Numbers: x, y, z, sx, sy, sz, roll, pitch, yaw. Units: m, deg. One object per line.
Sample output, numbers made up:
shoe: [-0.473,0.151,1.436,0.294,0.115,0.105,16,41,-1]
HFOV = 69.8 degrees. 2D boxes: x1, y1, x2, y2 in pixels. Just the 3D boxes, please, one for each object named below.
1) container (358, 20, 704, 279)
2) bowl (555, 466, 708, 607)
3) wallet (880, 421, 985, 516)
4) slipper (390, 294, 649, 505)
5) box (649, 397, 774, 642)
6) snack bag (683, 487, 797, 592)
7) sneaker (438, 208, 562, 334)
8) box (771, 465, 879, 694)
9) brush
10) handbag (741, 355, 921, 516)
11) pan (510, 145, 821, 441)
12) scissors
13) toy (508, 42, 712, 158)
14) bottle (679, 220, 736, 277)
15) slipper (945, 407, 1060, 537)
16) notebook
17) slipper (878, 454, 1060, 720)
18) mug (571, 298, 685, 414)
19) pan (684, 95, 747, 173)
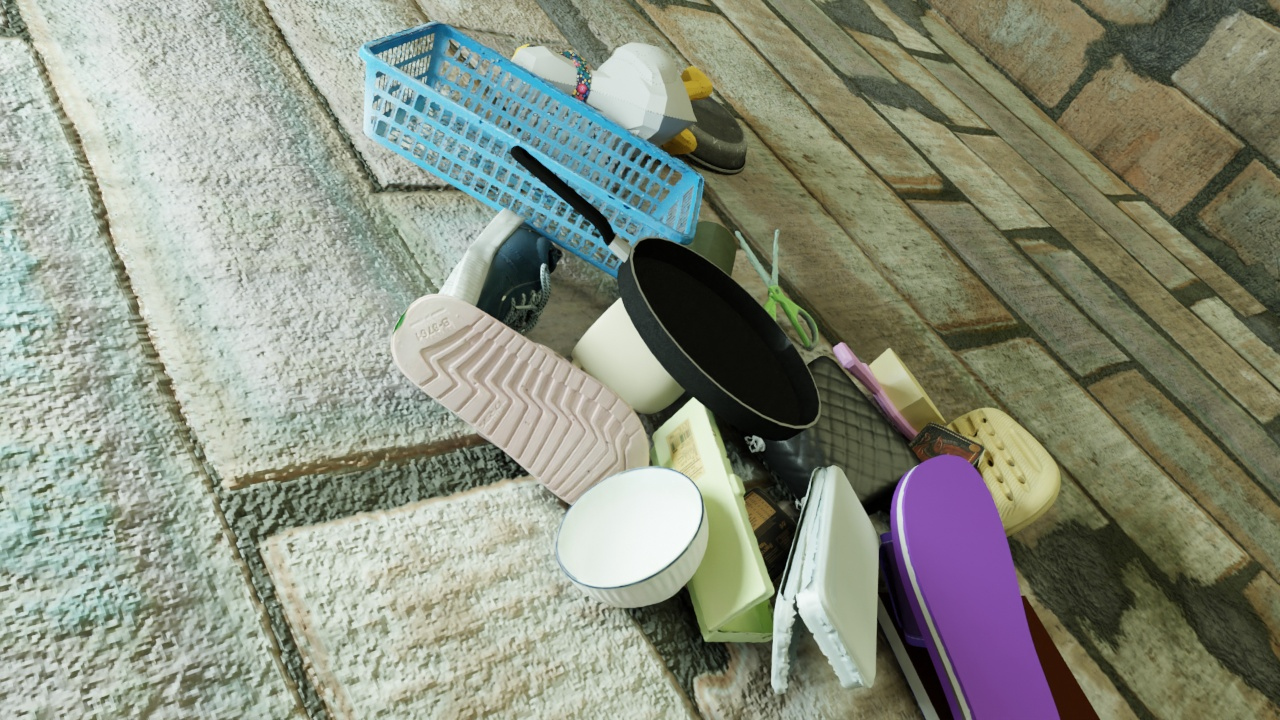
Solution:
container: [-0.111,-0.223,0.991,0.362,0.089,0.256,29,25,-7]
bowl: [0.001,0.144,0.699,0.117,0.118,0.062,-79,151,-51]
wallet: [0.297,0.118,0.954,0.072,0.019,0.122,29,55,34]
slipper: [-0.093,0.031,0.742,0.239,0.094,0.064,38,-4,-17]
box: [0.070,0.133,0.752,0.083,0.092,0.187,24,38,-39]
snack bag: [0.087,0.166,0.796,0.074,0.018,0.154,47,38,15]
sneaker: [-0.128,-0.061,0.834,0.087,0.089,0.235,33,32,-9]
box: [0.160,0.163,0.727,0.083,0.123,0.214,10,30,15]
brush: [0.269,0.024,0.994,0.228,0.043,0.089,34,25,-52]
handbag: [0.177,0.095,0.911,0.124,0.115,0.153,-26,68,-24]
pan: [0.021,-0.061,0.810,0.356,0.034,0.224,39,26,-12]
scissors: [0.155,-0.077,1.075,0.171,0.025,0.159,52,55,-10]
toy: [-0.031,-0.335,1.164,0.267,0.141,0.247,2,23,-36]
bottle: [0.059,-0.077,1.002,0.071,0.072,0.206,29,37,-8]
slipper: [0.389,0.129,0.986,0.079,0.111,0.261,53,18,-11]
notebook: [0.325,0.292,0.838,0.208,0.022,0.171,9,42,-30]
slipper: [0.270,0.223,0.801,0.107,0.084,0.266,-2,65,-23]
mug: [-0.005,0.005,0.851,0.100,0.096,0.120,44,75,3]
pan: [0.011,-0.370,1.323,0.356,0.055,0.187,19,39,-27]
